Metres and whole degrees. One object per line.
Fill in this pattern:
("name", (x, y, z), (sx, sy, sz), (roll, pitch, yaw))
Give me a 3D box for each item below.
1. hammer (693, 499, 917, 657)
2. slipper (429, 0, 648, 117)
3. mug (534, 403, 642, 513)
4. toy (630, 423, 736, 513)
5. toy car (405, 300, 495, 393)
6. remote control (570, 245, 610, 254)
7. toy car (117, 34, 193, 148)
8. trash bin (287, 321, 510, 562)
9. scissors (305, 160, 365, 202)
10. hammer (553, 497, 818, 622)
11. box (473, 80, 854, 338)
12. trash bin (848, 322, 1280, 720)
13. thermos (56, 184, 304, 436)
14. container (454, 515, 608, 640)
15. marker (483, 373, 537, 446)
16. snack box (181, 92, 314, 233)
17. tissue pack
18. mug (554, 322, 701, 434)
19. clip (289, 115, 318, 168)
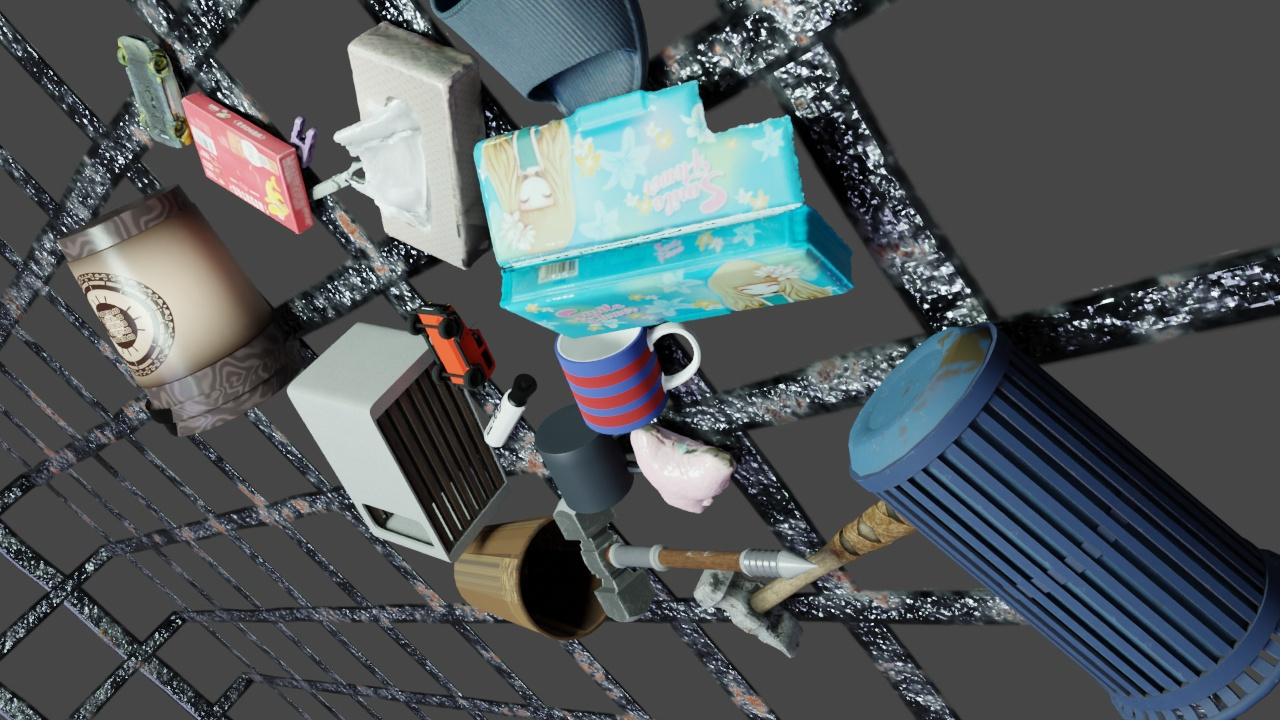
("hammer", (0.163, 0.178, 0.808), (0.121, 0.048, 0.320), (35, 140, -2))
("slipper", (-0.088, -0.243, 0.537), (0.101, 0.082, 0.263), (-12, 121, 42))
("mug", (-0.036, 0.087, 0.855), (0.105, 0.071, 0.077), (-14, 124, 14))
("toy", (0.038, 0.101, 0.815), (0.099, 0.052, 0.096), (17, 140, 22))
("toy car", (-0.175, -0.014, 0.864), (0.051, 0.048, 0.100), (7, 133, 33))
("remote control", (-0.039, -0.108, 0.672), (0.018, 0.038, 0.126), (18, 138, 23))
("toy car", (-0.442, -0.248, 0.844), (0.048, 0.032, 0.106), (22, 136, 21))
("trash bin", (-0.247, 0.088, 0.971), (0.115, 0.114, 0.229), (10, 135, 30))
("scissors", (-0.263, -0.167, 0.805), (0.172, 0.014, 0.090), (10, 137, 26))
("hammer", (0.042, 0.184, 0.850), (0.323, 0.042, 0.156), (-13, 107, 53))
("box", (0.006, -0.081, 0.596), (0.228, 0.083, 0.172), (-8, 131, 29))
("trash bin", (0.259, 0.096, 0.573), (0.249, 0.138, 0.140), (40, 142, -1))
("thermos", (-0.491, -0.057, 0.980), (0.173, 0.172, 0.226), (-2, 121, 39))
("container", (-0.125, 0.236, 1.027), (0.168, 0.131, 0.132), (-11, 122, 50))
("marker", (-0.130, 0.050, 0.914), (0.025, 0.025, 0.126), (37, 142, 0))
("snack box", (-0.362, -0.182, 0.846), (0.133, 0.021, 0.089), (31, 142, 19))
("tissue pack", (-0.175, -0.156, 0.709), (0.104, 0.071, 0.182), (24, 144, 15))
("mug", (-0.005, 0.004, 0.744), (0.112, 0.074, 0.076), (-11, 126, 12))
("clip", (-0.299, -0.194, 0.806), (0.037, 0.013, 0.053), (48, 138, -15))
